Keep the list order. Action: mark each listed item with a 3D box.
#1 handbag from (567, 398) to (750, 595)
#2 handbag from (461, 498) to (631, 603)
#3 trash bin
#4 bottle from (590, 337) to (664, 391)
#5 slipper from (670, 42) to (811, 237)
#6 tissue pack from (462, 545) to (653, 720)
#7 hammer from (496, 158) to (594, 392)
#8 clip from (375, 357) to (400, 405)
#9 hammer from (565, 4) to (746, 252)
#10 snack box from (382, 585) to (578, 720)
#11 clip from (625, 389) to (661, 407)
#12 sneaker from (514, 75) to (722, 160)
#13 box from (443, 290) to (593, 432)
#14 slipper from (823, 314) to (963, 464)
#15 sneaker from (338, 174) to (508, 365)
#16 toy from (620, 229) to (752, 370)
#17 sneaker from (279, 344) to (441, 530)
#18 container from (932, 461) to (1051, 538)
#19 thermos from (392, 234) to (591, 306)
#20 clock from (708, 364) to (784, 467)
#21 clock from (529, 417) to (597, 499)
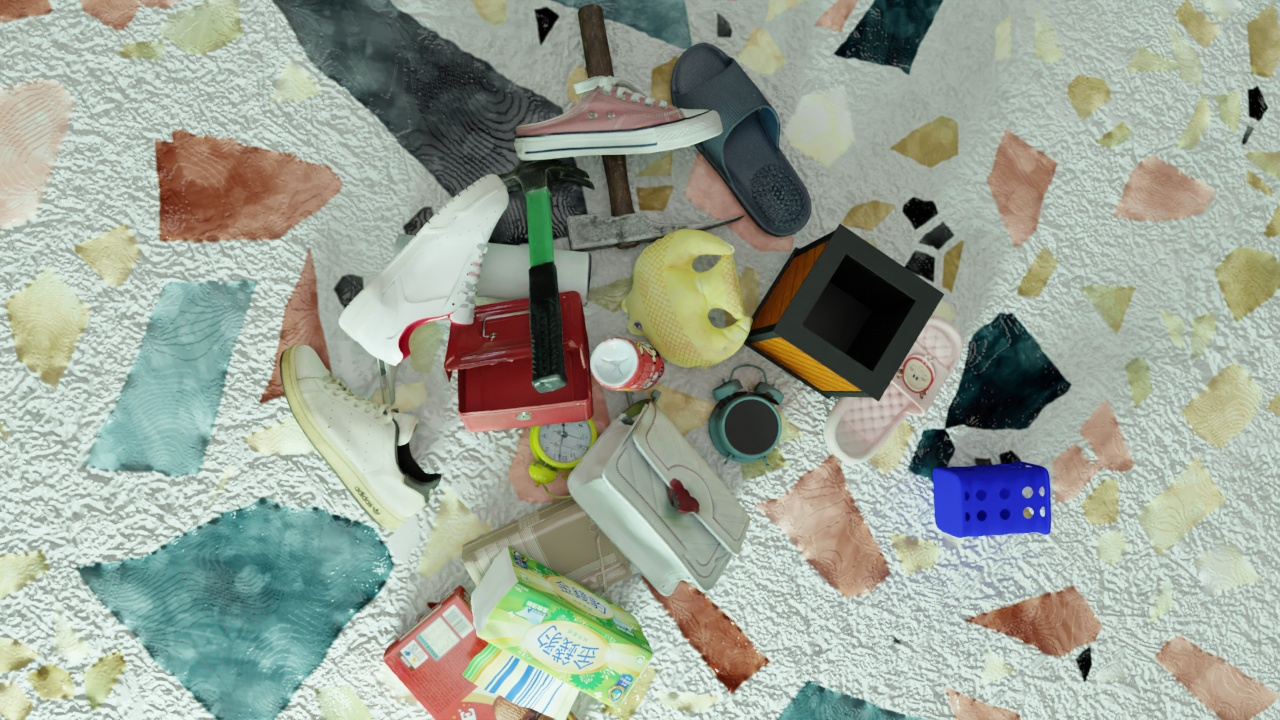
[{"bbox_3d":[0.031,0.159,1.063,0.198,0.096,0.141,49,52,-14],"label":"handbag"},{"bbox_3d":[-0.093,0.277,1.103,0.175,0.062,0.198,-24,100,-6],"label":"handbag"},{"bbox_3d":[0.227,-0.049,1.078,0.139,0.172,0.139,33,85,-5],"label":"trash bin"},{"bbox_3d":[-0.006,0.006,1.069,0.062,0.137,0.062,-1,88,19],"label":"bottle"},{"bbox_3d":[0.126,-0.271,1.119,0.101,0.082,0.263,-32,93,-4],"label":"slipper"},{"bbox_3d":[-0.107,0.324,1.029,0.197,0.120,0.141,33,92,-11],"label":"tissue pack"},{"bbox_3d":[-0.107,-0.103,1.014,0.130,0.032,0.318,-14,54,10],"label":"hammer"},{"bbox_3d":[-0.304,0.003,1.079,0.043,0.102,0.054,0,45,-10],"label":"clip"},{"bbox_3d":[-0.001,-0.291,1.128,0.217,0.037,0.300,-9,89,-7],"label":"hammer"},{"bbox_3d":[-0.181,0.392,1.078,0.113,0.060,0.236,-40,93,-7],"label":"snack box"},{"bbox_3d":[-0.001,0.070,1.126,0.061,0.023,0.075,8,86,-5],"label":"clip"},{"bbox_3d":[-0.027,-0.282,1.054,0.241,0.118,0.088,-5,105,-1],"label":"sneaker"},{"bbox_3d":[-0.134,0.004,1.058,0.157,0.136,0.127,-8,131,3],"label":"box"},{"bbox_3d":[0.313,0.035,1.138,0.107,0.056,0.221,43,87,-16],"label":"slipper"},{"bbox_3d":[-0.212,-0.091,1.007,0.104,0.090,0.236,44,84,-6],"label":"sneaker"},{"bbox_3d":[0.050,-0.069,1.103,0.155,0.064,0.170,-15,92,17],"label":"toy"},{"bbox_3d":[-0.316,0.074,1.055,0.102,0.089,0.241,-32,97,2],"label":"sneaker"},{"bbox_3d":[0.434,0.173,1.140,0.113,0.084,0.085,-3,90,-5],"label":"container"},{"bbox_3d":[-0.175,-0.107,1.089,0.230,0.068,0.068,4,88,-6],"label":"thermos"},{"bbox_3d":[0.132,0.066,1.125,0.090,0.053,0.124,3,85,-7],"label":"clock"},{"bbox_3d":[-0.091,0.106,1.096,0.083,0.057,0.119,1,82,-8],"label":"clock"}]
